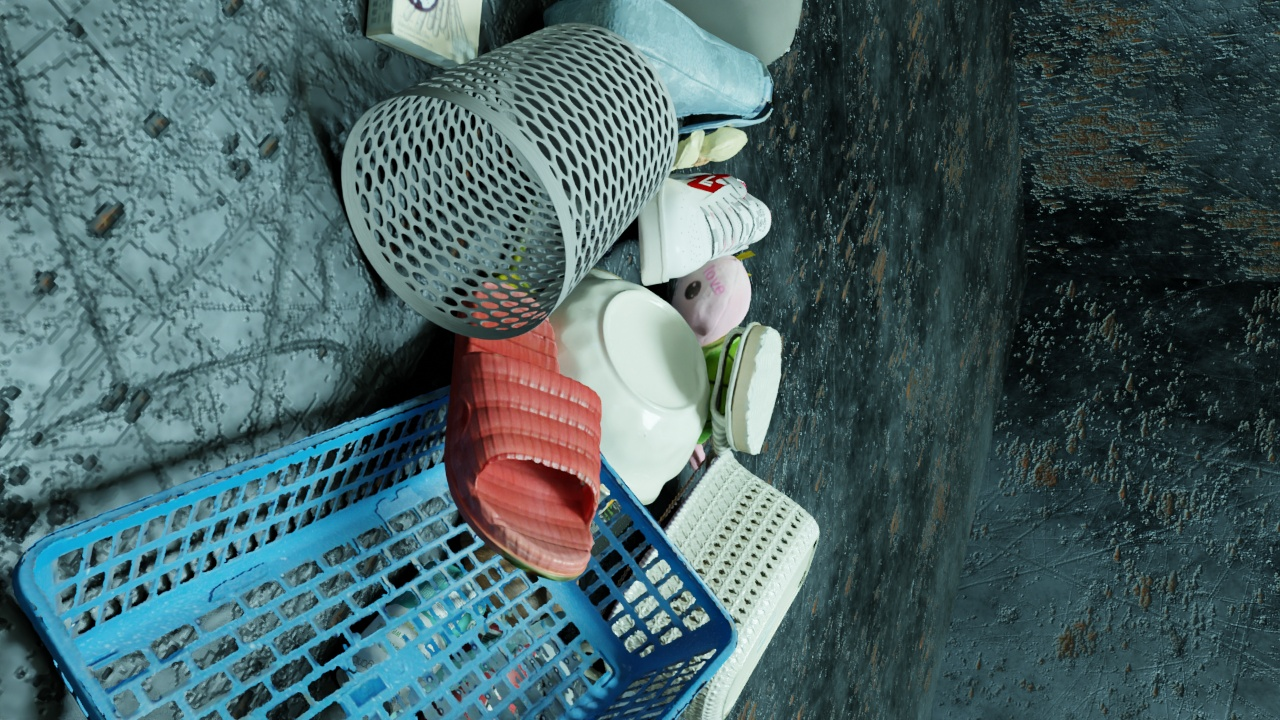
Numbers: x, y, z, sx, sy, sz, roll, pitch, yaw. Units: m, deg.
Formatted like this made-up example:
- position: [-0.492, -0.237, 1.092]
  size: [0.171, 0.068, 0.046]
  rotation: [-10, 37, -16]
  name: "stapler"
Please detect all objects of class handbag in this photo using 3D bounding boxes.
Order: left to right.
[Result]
- position: [0.013, -0.211, 0.726]
  size: [0.191, 0.122, 0.118]
  rotation: [13, 80, -46]
  name: "handbag"

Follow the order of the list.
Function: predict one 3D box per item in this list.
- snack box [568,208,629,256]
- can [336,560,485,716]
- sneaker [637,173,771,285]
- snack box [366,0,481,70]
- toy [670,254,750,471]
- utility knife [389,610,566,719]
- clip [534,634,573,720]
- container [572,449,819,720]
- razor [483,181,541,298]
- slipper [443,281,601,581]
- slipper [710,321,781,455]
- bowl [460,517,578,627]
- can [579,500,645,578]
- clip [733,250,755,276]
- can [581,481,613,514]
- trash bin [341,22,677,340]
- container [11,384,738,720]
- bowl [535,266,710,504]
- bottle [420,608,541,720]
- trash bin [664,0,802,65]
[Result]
- position: [-0.024, -0.174, 0.804]
  size: [0.149, 0.027, 0.082]
  rotation: [-66, 146, -28]
  name: "snack box"
- position: [-0.153, 0.186, 0.620]
  size: [0.101, 0.055, 0.055]
  rotation: [-49, 135, -45]
  name: "can"
- position: [0.061, -0.124, 0.818]
  size: [0.236, 0.104, 0.090]
  rotation: [-53, 140, -72]
  name: "sneaker"
- position: [-0.135, -0.273, 0.596]
  size: [0.081, 0.026, 0.150]
  rotation: [3, 92, -60]
  name: "snack box"
- position: [0.066, 0.000, 0.932]
  size: [0.189, 0.088, 0.239]
  rotation: [-50, 148, -56]
  name: "toy"
- position: [-0.116, 0.214, 0.650]
  size: [0.147, 0.015, 0.022]
  rotation: [-24, 81, -16]
  name: "utility knife"
- position: [-0.111, 0.274, 0.738]
  size: [0.163, 0.031, 0.173]
  rotation: [-37, 126, -53]
  name: "clip"
- position: [0.063, 0.218, 0.874]
  size: [0.250, 0.143, 0.185]
  rotation: [-51, 159, -29]
  name: "container"
- position: [-0.090, -0.102, 0.712]
  size: [0.042, 0.026, 0.105]
  rotation: [38, 58, -53]
  name: "razor"
- position: [-0.073, 0.025, 0.600]
  size: [0.103, 0.059, 0.248]
  rotation: [21, 37, -33]
  name: "slipper"
- position: [0.096, 0.032, 0.833]
  size: [0.272, 0.054, 0.114]
  rotation: [50, 50, -73]
  name: "slipper"
- position: [-0.084, 0.145, 0.696]
  size: [0.101, 0.026, 0.114]
  rotation: [3, 57, -44]
  name: "bowl"
- position: [-0.040, 0.138, 0.806]
  size: [0.137, 0.054, 0.054]
  rotation: [-41, 129, -50]
  name: "can"
- position: [0.096, -0.105, 1.012]
  size: [0.046, 0.054, 0.048]
  rotation: [-29, 100, -31]
  name: "clip"
- position: [-0.027, 0.068, 0.791]
  size: [0.142, 0.079, 0.079]
  rotation: [-41, 129, -50]
  name: "can"
- position: [-0.073, -0.127, 0.604]
  size: [0.182, 0.157, 0.157]
  rotation: [-52, 137, -47]
  name: "trash bin"
- position: [-0.121, 0.160, 0.528]
  size: [0.257, 0.089, 0.361]
  rotation: [50, 32, 10]
  name: "container"
- position: [-0.004, 0.004, 0.746]
  size: [0.188, 0.060, 0.219]
  rotation: [18, 52, -38]
  name: "bowl"
- position: [-0.131, 0.272, 0.667]
  size: [0.062, 0.062, 0.176]
  rotation: [52, 51, -50]
  name: "bottle"
- position: [0.035, -0.358, 0.723]
  size: [0.220, 0.198, 0.197]
  rotation: [40, 59, -62]
  name: "trash bin"
